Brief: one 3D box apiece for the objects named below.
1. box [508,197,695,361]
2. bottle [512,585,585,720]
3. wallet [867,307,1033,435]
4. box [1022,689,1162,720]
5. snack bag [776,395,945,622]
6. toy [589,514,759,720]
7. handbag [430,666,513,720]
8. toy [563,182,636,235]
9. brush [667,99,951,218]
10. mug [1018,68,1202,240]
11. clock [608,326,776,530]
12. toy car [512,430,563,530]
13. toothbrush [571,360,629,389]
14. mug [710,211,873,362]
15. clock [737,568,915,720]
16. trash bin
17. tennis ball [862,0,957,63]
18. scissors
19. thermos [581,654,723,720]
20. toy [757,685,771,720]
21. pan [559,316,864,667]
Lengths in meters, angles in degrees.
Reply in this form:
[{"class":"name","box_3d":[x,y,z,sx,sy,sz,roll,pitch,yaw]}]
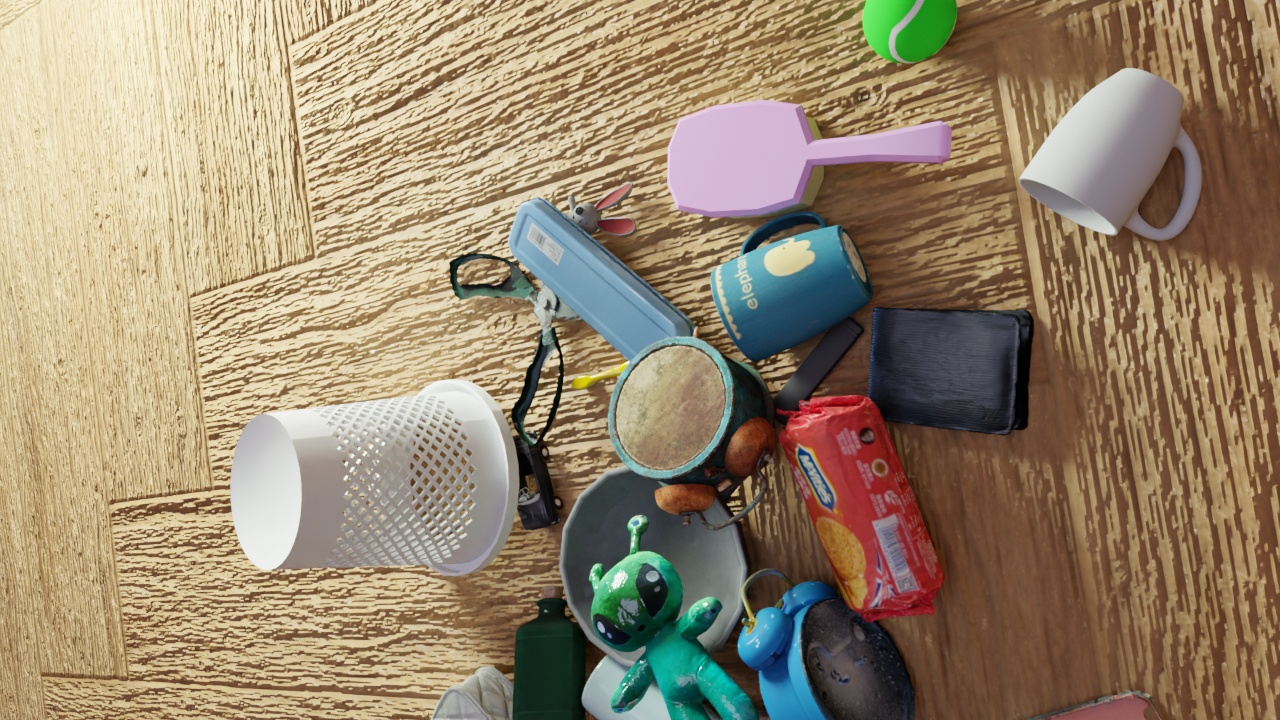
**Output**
[{"class":"box","box_3d":[-0.036,-0.066,0.815,0.209,0.037,0.066,42,125,22]},{"class":"bottle","box_3d":[-0.082,0.274,0.844,0.061,0.061,0.131,-5,62,6]},{"class":"wallet","box_3d":[0.225,0.006,0.676,0.115,0.026,0.089,4,95,32]},{"class":"box","box_3d":[0.277,0.290,0.645,0.188,0.085,0.048,-32,108,27]},{"class":"snack bag","box_3d":[0.166,0.107,0.682,0.082,0.082,0.176,-22,88,30]},{"class":"toy","box_3d":[0.020,0.222,0.734,0.131,0.072,0.193,-46,60,17]},{"class":"handbag","box_3d":[-0.121,0.399,0.881,0.195,0.072,0.139,39,119,24]},{"class":"toy","box_3d":[-0.050,-0.129,0.838,0.112,0.030,0.049,-8,82,31]},{"class":"brush","box_3d":[0.129,-0.159,0.718,0.229,0.043,0.089,2,93,32]},{"class":"mug","box_3d":[0.319,-0.129,0.596,0.107,0.071,0.089,32,100,-2]},{"class":"clock","box_3d":[0.048,0.059,0.717,0.121,0.073,0.157,-40,53,17]},{"class":"toy car","box_3d":[-0.107,0.116,0.878,0.040,0.037,0.092,-20,82,31]},{"class":"toothbrush","box_3d":[-0.005,0.005,0.826,0.136,0.016,0.021,-18,80,29]},{"class":"mug","box_3d":[0.118,-0.068,0.715,0.104,0.084,0.112,-23,51,24]},{"class":"clock","box_3d":[0.136,0.227,0.692,0.060,0.116,0.161,-46,68,37]},{"class":"trash bin","box_3d":[-0.253,0.114,0.853,0.196,0.199,0.195,-2,87,43]},{"class":"tennis ball","box_3d":[0.194,-0.248,0.662,0.065,0.065,0.065,1,93,32]},{"class":"scissors","box_3d":[-0.120,-0.025,0.885,0.202,0.015,0.202,10,88,33]},{"class":"thermos","box_3d":[0.047,0.327,0.776,0.207,0.065,0.078,29,145,27]},{"class":"toy","box_3d":[0.126,0.298,0.732,0.106,0.085,0.074,30,74,6]},{"class":"pan","box_3d":[0.067,0.107,0.772,0.178,0.041,0.358,43,107,22]}]
